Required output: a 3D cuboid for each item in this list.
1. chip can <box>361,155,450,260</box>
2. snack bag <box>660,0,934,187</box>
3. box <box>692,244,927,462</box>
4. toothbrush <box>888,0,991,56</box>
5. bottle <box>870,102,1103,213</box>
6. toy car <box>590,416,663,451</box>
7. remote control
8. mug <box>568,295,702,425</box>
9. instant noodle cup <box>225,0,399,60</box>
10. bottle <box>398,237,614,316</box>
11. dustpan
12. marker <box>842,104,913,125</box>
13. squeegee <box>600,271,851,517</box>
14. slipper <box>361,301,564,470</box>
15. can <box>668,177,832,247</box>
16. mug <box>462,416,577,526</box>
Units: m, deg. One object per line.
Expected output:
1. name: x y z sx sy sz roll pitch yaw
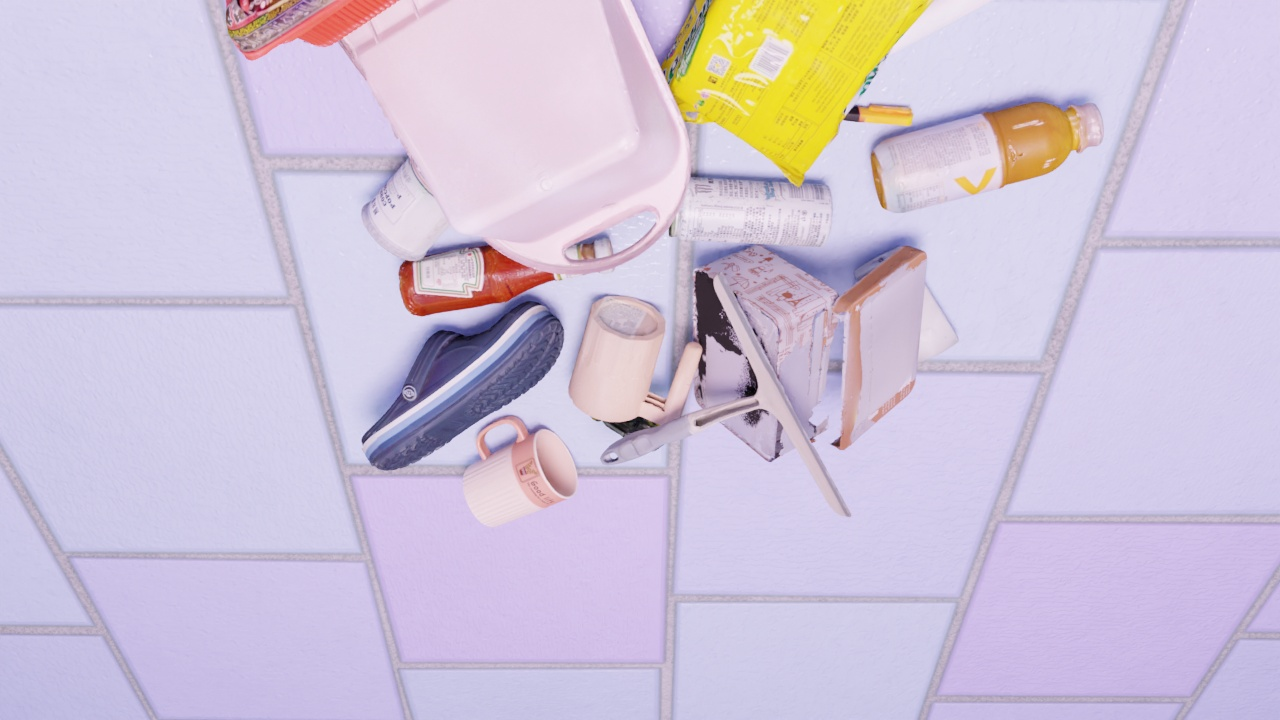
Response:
1. chip can: -0.155 -0.181 0.808 0.071 0.071 0.215 37 119 -25
2. snack bag: 0.117 -0.253 0.703 0.158 0.068 0.247 25 139 -7
3. box: 0.173 -0.027 0.907 0.192 0.157 0.183 -26 133 -26
4. toothbrush: 0.277 -0.302 0.739 0.221 0.026 0.026 -26 162 18
5. bottle: 0.302 -0.182 0.806 0.190 0.067 0.068 -13 127 11
6. toy car: -0.012 0.059 1.021 0.105 0.032 0.048 33 122 -9
7. remote control: 0.272 -0.054 0.937 0.056 0.019 0.135 -30 121 21
8. mug: -0.006 0.005 0.937 0.125 0.084 0.104 23 126 9
9. instant noodle cup: -0.227 -0.313 0.666 0.165 0.188 0.079 -23 160 19
10. bottle: -0.128 -0.086 0.892 0.206 0.059 0.060 -9 128 3
11. dustpan: -0.087 -0.203 0.740 0.223 0.138 0.273 -20 90 19
12. marker: 0.179 -0.220 0.809 0.124 0.018 0.015 4 129 -2
13. squeegee: 0.053 0.063 0.892 0.247 0.039 0.246 -24 97 41
14. slipper: -0.190 0.018 0.956 0.253 0.105 0.095 -38 78 11
15. can: 0.101 -0.137 0.849 0.147 0.058 0.058 3 128 -2
16. mug: -0.145 0.123 1.048 0.106 0.081 0.114 -25 97 20
